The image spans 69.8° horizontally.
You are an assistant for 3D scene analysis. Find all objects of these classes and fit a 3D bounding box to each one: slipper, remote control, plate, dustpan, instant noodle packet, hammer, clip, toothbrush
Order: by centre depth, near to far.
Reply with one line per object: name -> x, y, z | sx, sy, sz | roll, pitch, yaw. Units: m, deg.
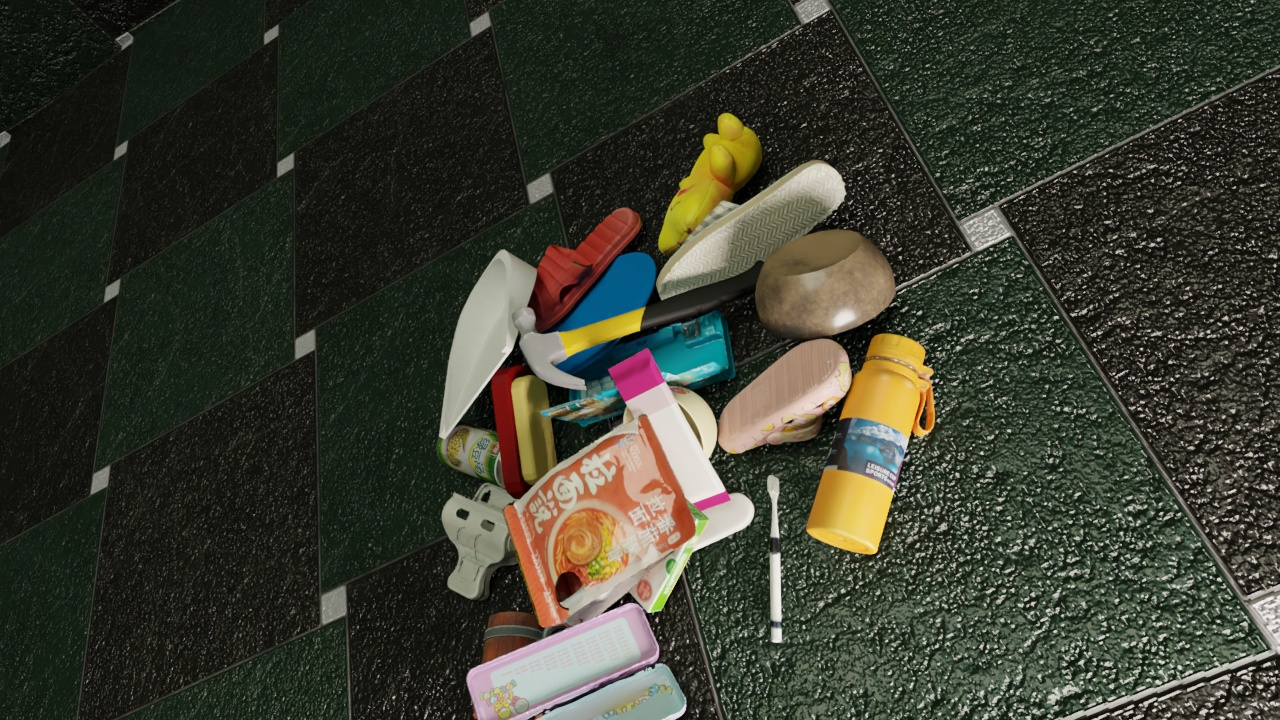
toothbrush -> 0.147, 0.215, 1.014 | 0.012, 0.017, 0.186 | -13, 59, 28
slipper -> 0.174, 0.051, 1.057 | 0.198, 0.081, 0.093 | -37, 32, 39
instant noodle packet -> -0.040, 0.186, 1.060 | 0.221, 0.084, 0.164 | -39, 55, 24
remote control -> 0.070, 0.196, 1.073 | 0.137, 0.013, 0.043 | -28, 53, 15
hammer -> 0.010, -0.055, 1.136 | 0.323, 0.029, 0.127 | -18, 63, -4
slipper -> 0.135, -0.157, 1.164 | 0.273, 0.114, 0.054 | -37, 44, 20
clip -> -0.206, 0.229, 1.178 | 0.127, 0.105, 0.151 | 15, 62, 38
plate -> -0.061, -0.056, 1.252 | 0.225, 0.024, 0.223 | -33, 31, 22
dustpan -> -0.220, -0.045, 1.273 | 0.192, 0.053, 0.257 | -49, 19, 34
slipper -> -0.104, -0.138, 1.319 | 0.248, 0.059, 0.103 | -47, 34, -5

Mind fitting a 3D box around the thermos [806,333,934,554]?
thermos -> 0.254, 0.089, 0.992 | 0.076, 0.091, 0.232 | -10, 54, 59

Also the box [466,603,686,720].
box -> -0.072, 0.362, 0.993 | 0.214, 0.041, 0.151 | -20, 43, -12

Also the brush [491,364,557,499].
brush -> -0.146, 0.091, 1.185 | 0.042, 0.082, 0.173 | -11, 84, 23

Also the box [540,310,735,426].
box -> 0.003, 0.027, 1.165 | 0.228, 0.086, 0.168 | -19, 21, 21

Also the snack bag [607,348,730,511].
snack bag -> 0.033, 0.084, 1.056 | 0.070, 0.016, 0.196 | -29, 90, 42

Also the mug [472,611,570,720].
mug -> -0.132, 0.357, 1.070 | 0.117, 0.081, 0.111 | -4, 57, 9

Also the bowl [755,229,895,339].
bowl -> 0.209, -0.095, 1.069 | 0.162, 0.070, 0.162 | -18, 25, 9

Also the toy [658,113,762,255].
toy -> 0.096, -0.230, 1.249 | 0.193, 0.087, 0.135 | -64, 10, -18

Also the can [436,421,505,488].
can -> -0.212, 0.127, 1.244 | 0.121, 0.067, 0.067 | 13, 71, 35

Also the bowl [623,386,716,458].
bowl -> 0.048, 0.078, 1.106 | 0.118, 0.118, 0.073 | 14, 29, 35

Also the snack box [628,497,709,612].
snack box -> -0.007, 0.191, 1.083 | 0.168, 0.027, 0.132 | 39, 111, 39
